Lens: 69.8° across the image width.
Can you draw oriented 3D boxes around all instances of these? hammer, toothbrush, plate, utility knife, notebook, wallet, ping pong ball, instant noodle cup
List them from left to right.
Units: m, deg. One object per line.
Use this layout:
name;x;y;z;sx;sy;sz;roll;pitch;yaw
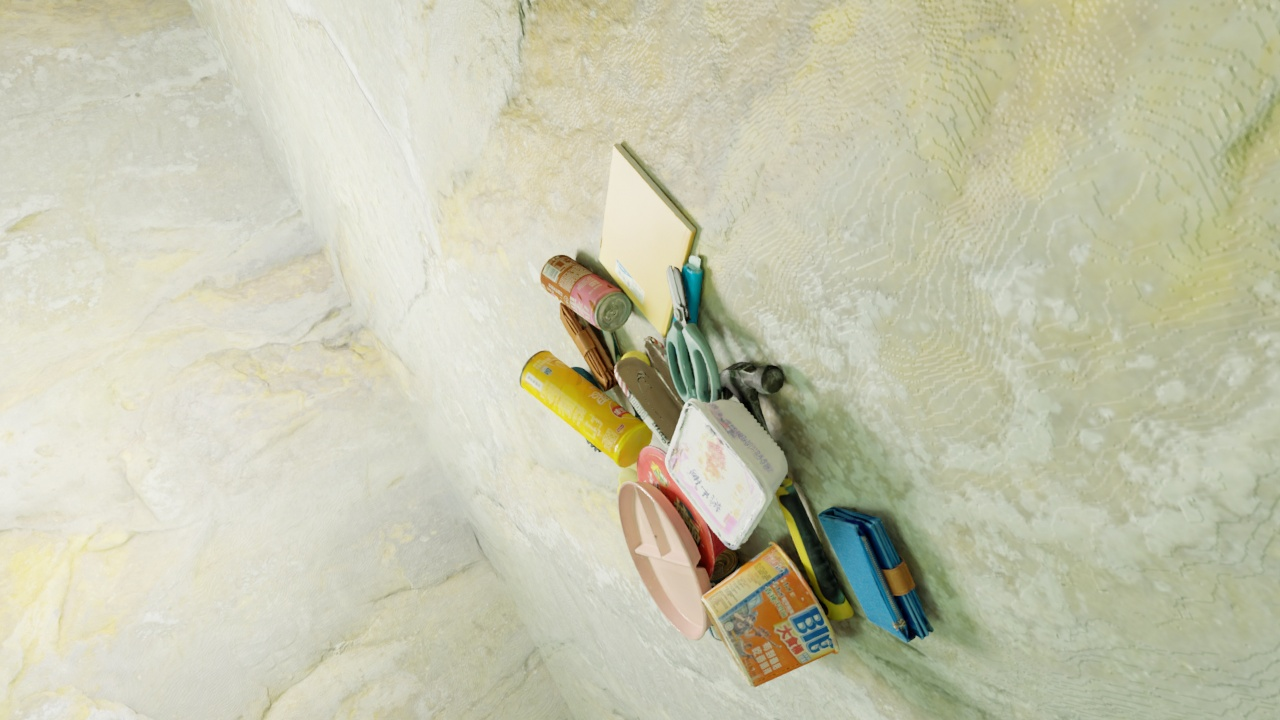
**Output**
wallet;-0.074;-0.021;1.304;0.132;0.031;0.108;58;173;5
toothbrush;-0.022;0.020;1.287;0.018;0.016;0.192;9;125;50
ping pong ball;-0.007;0.007;1.209;0.040;0.040;0.040;46;153;32
notebook;0.001;-0.134;1.070;0.146;0.010;0.207;51;155;22
plate;0.034;0.265;1.235;0.229;0.028;0.230;50;151;39
utility knife;0.054;-0.060;1.037;0.034;0.018;0.160;47;151;29
instant noodle cup;0.068;0.193;1.217;0.194;0.065;0.194;48;150;40
instant noodle cup;0.099;0.117;1.009;0.138;0.060;0.174;51;156;21
instant noodle cup;0.149;0.309;1.094;0.151;0.111;0.151;60;174;11
hammer;0.164;0.149;1.030;0.126;0.031;0.323;4;120;63
wallet;0.239;0.216;0.943;0.133;0.040;0.106;63;166;-5

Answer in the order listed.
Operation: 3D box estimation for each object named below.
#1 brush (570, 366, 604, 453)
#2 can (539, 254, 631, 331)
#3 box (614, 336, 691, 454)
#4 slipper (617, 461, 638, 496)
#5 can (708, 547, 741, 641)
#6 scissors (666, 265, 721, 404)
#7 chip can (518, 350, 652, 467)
brush;-0.073;0.073;1.400;0.144;0.055;0.074;60;154;3
can;-0.075;-0.091;1.215;0.147;0.057;0.058;36;147;45
box;0.031;0.054;1.128;0.163;0.087;0.076;51;170;16
slipper;0.021;0.231;1.358;0.190;0.081;0.092;53;153;12
can;0.115;0.325;1.273;0.075;0.075;0.111;17;132;59
scissors;0.044;-0.026;1.045;0.130;0.019;0.185;-23;85;68
chip can;-0.082;0.068;1.324;0.213;0.071;0.072;35;147;28
